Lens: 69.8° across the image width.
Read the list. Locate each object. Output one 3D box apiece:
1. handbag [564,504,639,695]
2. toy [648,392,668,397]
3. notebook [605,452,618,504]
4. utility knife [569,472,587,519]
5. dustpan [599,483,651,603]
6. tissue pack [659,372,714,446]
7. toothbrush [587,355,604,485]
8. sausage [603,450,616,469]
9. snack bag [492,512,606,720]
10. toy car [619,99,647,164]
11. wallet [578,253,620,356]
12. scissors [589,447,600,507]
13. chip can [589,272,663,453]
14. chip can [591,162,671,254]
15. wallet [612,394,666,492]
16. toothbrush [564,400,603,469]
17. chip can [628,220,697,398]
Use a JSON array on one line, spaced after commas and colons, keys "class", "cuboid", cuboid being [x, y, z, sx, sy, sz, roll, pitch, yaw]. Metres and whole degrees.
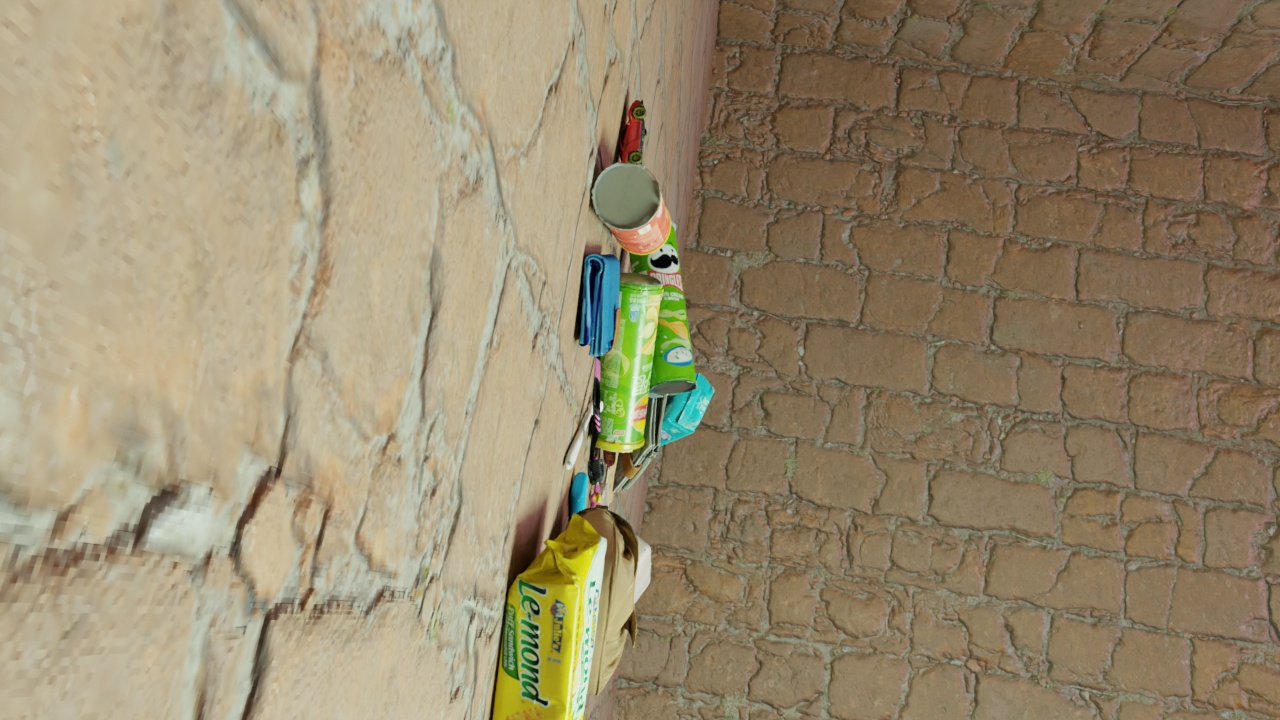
[{"class": "handbag", "cuboid": [-0.052, 0.268, 1.011, 0.147, 0.100, 0.205, -82, -179, -53]}, {"class": "toy", "cuboid": [0.016, 0.000, 1.349, 0.140, 0.131, 0.199, 66, 38, -47]}, {"class": "notebook", "cuboid": [-0.042, 0.145, 1.572, 0.148, 0.008, 0.207, 40, 58, -86]}, {"class": "utility knife", "cuboid": [-0.078, 0.219, 1.134, 0.034, 0.018, 0.219, -79, 176, -46]}, {"class": "dustpan", "cuboid": [-0.082, 0.329, 1.373, 0.272, 0.139, 0.223, -48, 161, -26]}, {"class": "tissue pack", "cuboid": [0.050, 0.075, 1.377, 0.134, 0.050, 0.093, -29, -150, 60]}, {"class": "toothbrush", "cuboid": [-0.049, 0.063, 1.066, 0.014, 0.018, 0.188, 45, 33, -41]}, {"class": "sausage", "cuboid": [-0.043, 0.090, 1.271, 0.020, 0.020, 0.156, -76, 169, -54]}, {"class": "snack bag", "cuboid": [-0.082, 0.268, 0.809, 0.158, 0.068, 0.246, 4, 94, -85]}, {"class": "toy car", "cuboid": [-0.008, -0.254, 1.070, 0.049, 0.031, 0.106, 89, 7, -70]}, {"class": "wallet", "cuboid": [-0.041, -0.061, 0.979, 0.133, 0.040, 0.106, -48, 141, -82]}, {"class": "scissors", "cuboid": [-0.061, 0.166, 1.290, 0.134, 0.017, 0.133, 77, 17, -78]}, {"class": "chip can", "cuboid": [-0.018, 0.001, 1.154, 0.072, 0.072, 0.221, -66, 164, -75]}, {"class": "chip can", "cuboid": [-0.006, -0.161, 1.004, 0.216, 0.073, 0.073, -19, 117, -85]}, {"class": "wallet", "cuboid": [-0.005, 0.112, 1.254, 0.130, 0.037, 0.106, 122, -16, -46]}, {"class": "toothbrush", "cuboid": [-0.064, 0.083, 1.055, 0.179, 0.016, 0.016, -69, 151, -69]}, {"class": "chip can", "cuboid": [0.026, -0.070, 1.234, 0.072, 0.072, 0.235, 85, -1, -73]}]
